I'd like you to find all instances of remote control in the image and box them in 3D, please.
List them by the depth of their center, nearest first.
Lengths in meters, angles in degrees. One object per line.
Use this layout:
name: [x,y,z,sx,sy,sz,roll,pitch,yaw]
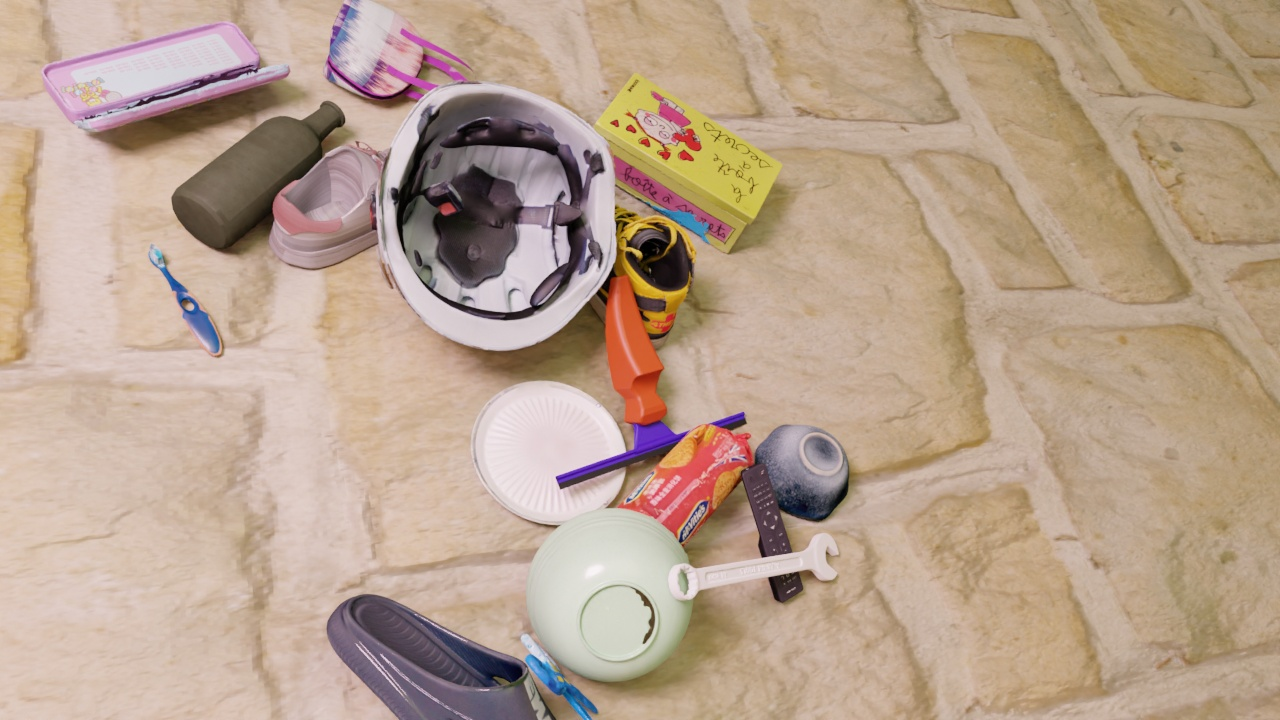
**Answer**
remote control: [0.127,0.169,0.902,0.032,0.015,0.136,-21,97,-31]

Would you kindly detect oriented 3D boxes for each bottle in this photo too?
bottle: [-0.381,-0.202,0.944,0.071,0.072,0.206,33,54,1]

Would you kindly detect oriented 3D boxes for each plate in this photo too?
plate: [-0.090,0.090,0.907,0.157,0.014,0.156,10,56,-15]

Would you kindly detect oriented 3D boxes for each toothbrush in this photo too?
toothbrush: [-0.432,-0.058,0.868,0.021,0.017,0.135,-29,73,-31]

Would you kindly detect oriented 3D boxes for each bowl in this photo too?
bowl: [-0.022,0.207,0.776,0.151,0.077,0.151,-1,96,-7]
bowl: [0.180,0.109,0.973,0.110,0.055,0.110,9,57,-14]

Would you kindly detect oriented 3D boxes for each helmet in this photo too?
helmet: [-0.154,-0.132,0.927,0.236,0.164,0.263,9,80,-18]

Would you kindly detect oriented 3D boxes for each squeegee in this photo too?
squeegee: [-0.006,0.005,0.935,0.249,0.055,0.185,-15,98,-37]

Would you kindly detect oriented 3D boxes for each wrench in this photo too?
wrench: [0.114,0.192,0.850,0.272,0.009,0.047,7,70,-49]

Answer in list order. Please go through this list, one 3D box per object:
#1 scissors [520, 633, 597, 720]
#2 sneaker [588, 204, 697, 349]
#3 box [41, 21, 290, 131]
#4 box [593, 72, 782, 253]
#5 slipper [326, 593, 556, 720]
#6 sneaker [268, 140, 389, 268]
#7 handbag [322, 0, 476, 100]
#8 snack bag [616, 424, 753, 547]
scissors: [-0.067,0.267,0.760,0.014,0.125,0.130,-41,41,-8]
sneaker: [-0.027,-0.135,1.006,0.085,0.122,0.238,-23,71,-32]
box: [-0.497,-0.295,0.971,0.213,0.051,0.149,-32,52,-33]
box: [0.053,-0.242,1.130,0.221,0.082,0.124,32,53,2]
slipper: [-0.124,0.260,0.722,0.268,0.110,0.083,38,97,11]
sneaker: [-0.281,-0.187,0.961,0.099,0.090,0.235,43,55,8]
handbag: [-0.280,-0.355,1.091,0.170,0.068,0.144,18,55,-17]
snack bag: [0.040,0.132,0.894,0.082,0.083,0.175,42,54,8]
